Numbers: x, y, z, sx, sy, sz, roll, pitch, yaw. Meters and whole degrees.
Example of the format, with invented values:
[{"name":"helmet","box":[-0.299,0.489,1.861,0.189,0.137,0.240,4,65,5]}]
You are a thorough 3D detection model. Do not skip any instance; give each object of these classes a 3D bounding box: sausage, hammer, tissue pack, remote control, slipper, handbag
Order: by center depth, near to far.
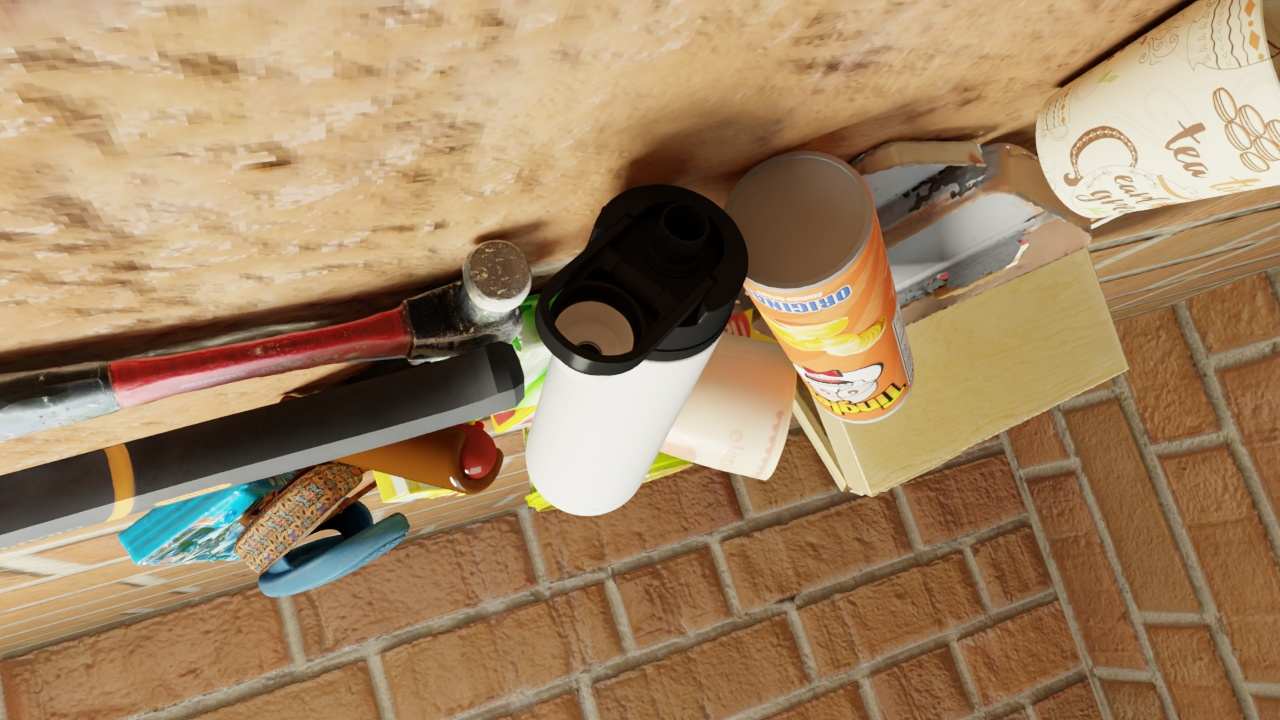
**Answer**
[{"name":"hammer","box":[-0.199,0.044,0.372,0.312,0.035,0.139,-16,169,-11]},{"name":"hammer","box":[-0.210,0.013,0.372,0.325,0.036,0.141,-13,168,-23]},{"name":"sausage","box":[-0.139,0.041,0.498,0.156,0.040,0.040,7,-174,34]},{"name":"tissue pack","box":[-0.053,-0.004,0.502,0.099,0.034,0.114,-16,164,-39]},{"name":"remote control","box":[-0.128,0.002,0.522,0.125,0.010,0.039,-25,168,37]},{"name":"handbag","box":[-0.237,0.100,0.714,0.093,0.043,0.195,-42,179,10]},{"name":"slipper","box":[-0.271,0.158,0.790,0.103,0.059,0.214,-29,-177,-39]}]

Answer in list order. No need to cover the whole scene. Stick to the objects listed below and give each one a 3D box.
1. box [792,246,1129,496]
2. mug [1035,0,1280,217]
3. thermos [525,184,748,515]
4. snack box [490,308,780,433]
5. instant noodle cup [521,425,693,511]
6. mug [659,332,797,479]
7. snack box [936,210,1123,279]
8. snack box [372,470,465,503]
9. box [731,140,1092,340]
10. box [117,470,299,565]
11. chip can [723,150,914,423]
[{"name":"box","box":[0.258,0.006,0.772,0.248,0.141,0.148,-23,175,-8]},{"name":"mug","box":[0.230,-0.110,0.371,0.121,0.081,0.097,-42,-168,-28]},{"name":"thermos","box":[-0.019,0.017,0.417,0.101,0.068,0.230,-48,171,-29]},{"name":"snack box","box":[-0.004,0.004,0.661,0.200,0.042,0.092,-11,169,-31]},{"name":"instant noodle cup","box":[-0.034,0.059,0.760,0.146,0.098,0.146,-17,170,-3]},{"name":"mug","box":[0.032,0.028,0.574,0.104,0.085,0.112,14,152,-3]},{"name":"snack box","box":[0.273,-0.110,0.479,0.076,0.044,0.274,-11,169,-34]},{"name":"snack box","box":[-0.175,0.082,0.755,0.026,0.061,0.149,-21,170,10]},{"name":"box","box":[0.119,-0.056,0.519,0.156,0.063,0.217,-2,165,-30]},{"name":"box","box":[-0.324,0.112,0.739,0.091,0.066,0.244,-37,173,-9]},{"name":"chip can","box":[0.097,-0.024,0.458,0.062,0.062,0.210,-19,156,14]}]
